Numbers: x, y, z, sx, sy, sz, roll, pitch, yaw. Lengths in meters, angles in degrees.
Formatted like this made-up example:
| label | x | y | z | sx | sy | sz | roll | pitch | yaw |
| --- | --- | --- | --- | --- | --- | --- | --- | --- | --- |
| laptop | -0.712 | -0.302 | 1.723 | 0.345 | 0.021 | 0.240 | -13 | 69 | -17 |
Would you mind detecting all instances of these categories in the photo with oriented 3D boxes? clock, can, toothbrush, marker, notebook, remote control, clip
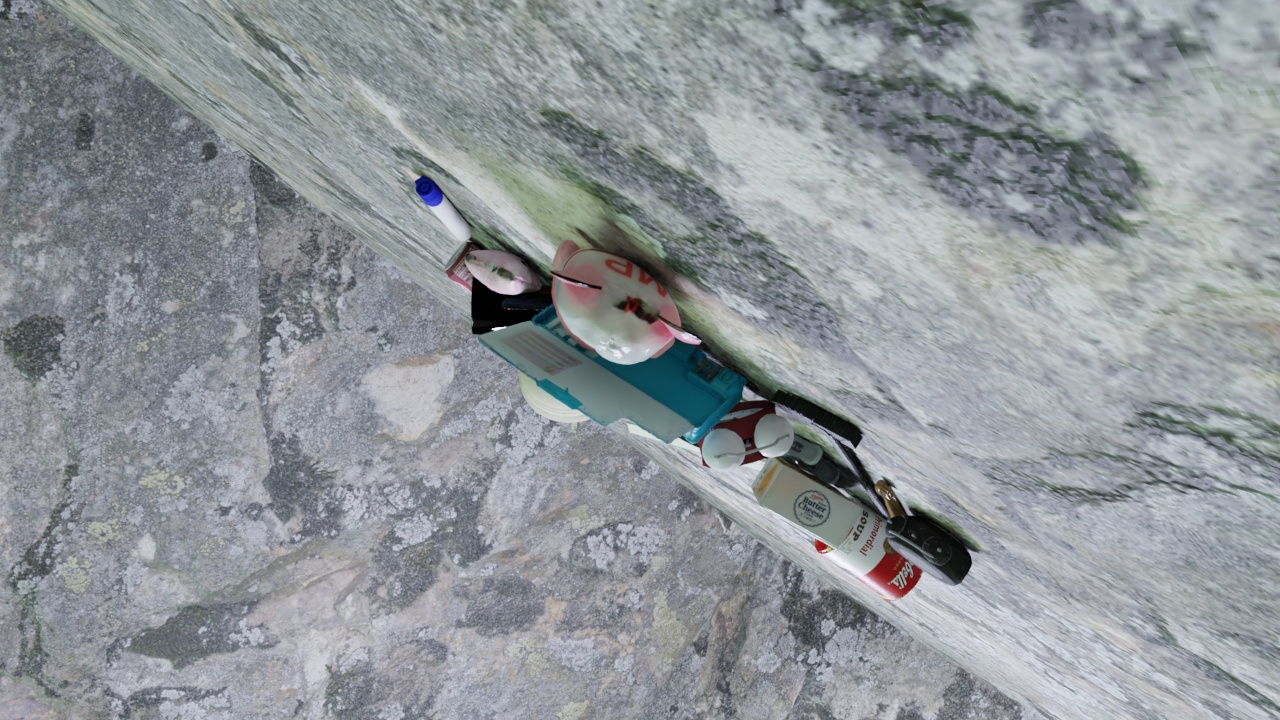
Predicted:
| label | x | y | z | sx | sy | sz | roll | pitch | yaw |
| --- | --- | --- | --- | --- | --- | --- | --- | --- | --- |
| clock | 0.106 | 0.079 | 0.965 | 0.137 | 0.096 | 0.048 | -134 | 28 | -81 |
| clock | 0.321 | 0.206 | 1.018 | 0.091 | 0.043 | 0.123 | 29 | 170 | 45 |
| can | -0.222 | -0.117 | 1.327 | 0.114 | 0.063 | 0.063 | 38 | 172 | -21 |
| toothbrush | 0.286 | 0.166 | 1.032 | 0.016 | 0.016 | 0.167 | 37 | 174 | 33 |
| can | 0.298 | 0.245 | 1.192 | 0.116 | 0.086 | 0.087 | 36 | 173 | -7 |
| marker | -0.245 | -0.188 | 1.151 | 0.027 | 0.023 | 0.133 | 56 | 179 | 19 |
| notebook | 0.102 | 0.133 | 1.367 | 0.252 | 0.010 | 0.182 | 16 | 171 | 4 |
| remote control | -0.120 | -0.076 | 1.160 | 0.047 | 0.022 | 0.150 | -11 | -170 | -38 |
| clip | 0.169 | 0.100 | 1.109 | 0.163 | 0.028 | 0.107 | 29 | 172 | 42 |

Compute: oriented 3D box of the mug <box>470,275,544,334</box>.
| label | x | y | z | sx | sy | sz | roll | pitch | yaw |
| --- | --- | --- | --- | --- | --- | --- | --- | --- | --- |
| mug | -0.179 | -0.090 | 1.257 | 0.100 | 0.119 | 0.084 | 1 | -146 | -6 |

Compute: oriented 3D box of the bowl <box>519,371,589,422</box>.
| label | x | y | z | sx | sy | sz | roll | pitch | yaw |
| --- | --- | --- | --- | --- | --- | --- | --- | --- | --- |
| bowl | -0.097 | 0.002 | 1.253 | 0.151 | 0.150 | 0.075 | 33 | 159 | 19 |

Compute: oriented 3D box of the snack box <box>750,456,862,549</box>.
| label | x | y | z | sx | sy | sz | roll | pitch | yaw |
| --- | --- | --- | --- | --- | --- | --- | --- | --- | --- |
| snack box | 0.198 | 0.168 | 1.131 | 0.104 | 0.057 | 0.208 | 29 | 180 | 5 |

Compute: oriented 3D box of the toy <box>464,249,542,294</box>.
| label | x | y | z | sx | sy | sz | roll | pitch | yaw |
| --- | --- | --- | --- | --- | --- | --- | --- | --- | --- |
| toy | -0.168 | -0.110 | 1.182 | 0.099 | 0.053 | 0.095 | 25 | -175 | 37 |

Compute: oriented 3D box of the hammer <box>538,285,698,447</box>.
| label | x | y | z | sx | sy | sz | roll | pitch | yaw |
| --- | --- | --- | --- | --- | --- | --- | --- | --- | --- |
| hammer | -0.007 | 0.007 | 1.192 | 0.323 | 0.033 | 0.115 | 39 | -159 | 13 |

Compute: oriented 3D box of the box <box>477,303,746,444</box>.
| label | x | y | z | sx | sy | sz | roll | pitch | yaw |
| --- | --- | --- | --- | --- | --- | --- | --- | --- | --- |
| box | -0.030 | 0.013 | 0.944 | 0.227 | 0.184 | 0.056 | 32 | 131 | 23 |

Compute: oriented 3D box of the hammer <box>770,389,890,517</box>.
| label | x | y | z | sx | sy | sz | roll | pitch | yaw |
| --- | --- | --- | --- | --- | --- | --- | --- | --- | --- |
| hammer | 0.227 | 0.115 | 0.991 | 0.095 | 0.015 | 0.325 | 30 | 171 | 35 |

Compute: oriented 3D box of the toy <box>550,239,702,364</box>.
| label | x | y | z | sx | sy | sz | roll | pitch | yaw |
| --- | --- | --- | --- | --- | --- | --- | --- | --- | --- |
| toy | -0.027 | -0.047 | 0.836 | 0.142 | 0.084 | 0.213 | 37 | 175 | -12 |
